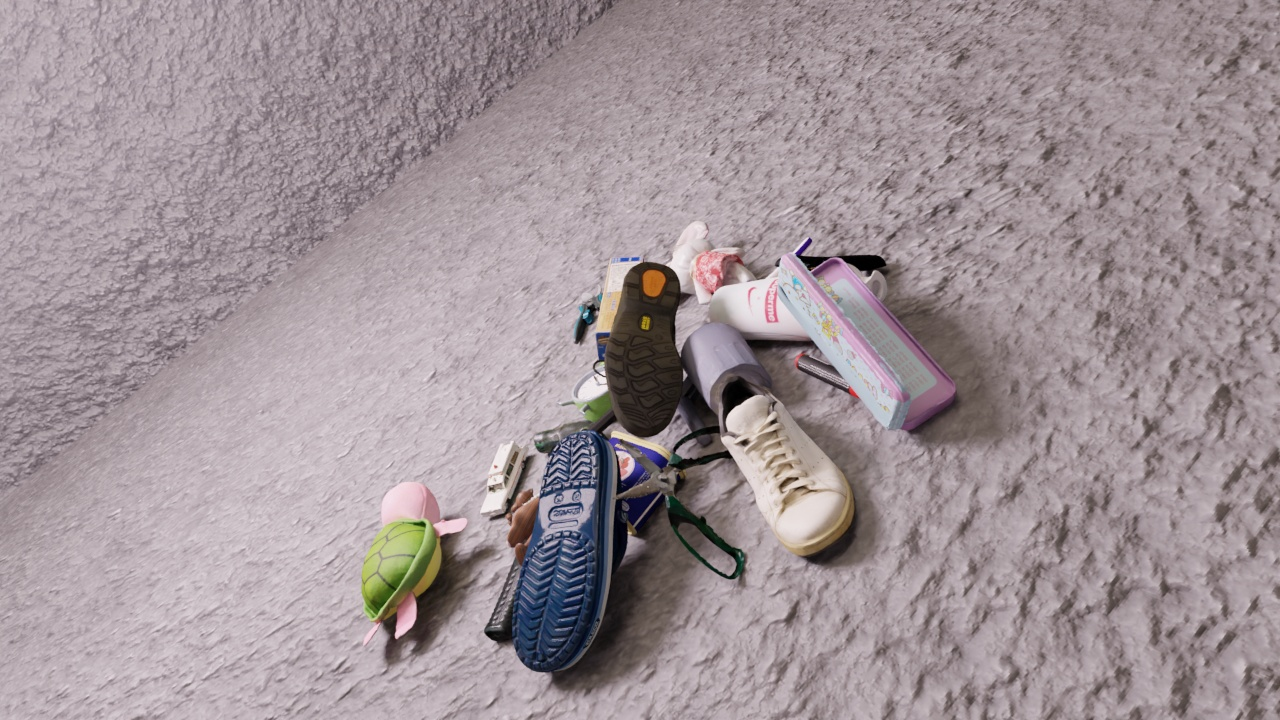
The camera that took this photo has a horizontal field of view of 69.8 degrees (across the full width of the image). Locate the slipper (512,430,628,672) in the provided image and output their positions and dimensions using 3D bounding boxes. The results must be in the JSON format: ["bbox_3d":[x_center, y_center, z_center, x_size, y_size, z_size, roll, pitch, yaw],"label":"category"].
[{"bbox_3d":[-0.059,0.200,0.964,0.105,0.095,0.252,-6,64,32],"label":"slipper"}]

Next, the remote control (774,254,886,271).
[{"bbox_3d":[0.234,-0.120,1.123,0.151,0.020,0.041,-3,-4,-30],"label":"remote control"}]

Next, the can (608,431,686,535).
[{"bbox_3d":[-0.018,0.141,1.061,0.092,0.056,0.116,-49,33,-21],"label":"can"}]

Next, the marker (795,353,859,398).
[{"bbox_3d":[0.223,0.020,1.028,0.023,0.021,0.145,-13,22,-24],"label":"marker"}]

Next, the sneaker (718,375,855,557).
[{"bbox_3d":[0.137,0.091,0.930,0.089,0.102,0.241,-32,31,4],"label":"sneaker"}]

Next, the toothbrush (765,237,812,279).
[{"bbox_3d":[0.162,-0.098,1.234,0.187,0.016,0.015,-42,6,4],"label":"toothbrush"}]

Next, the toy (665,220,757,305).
[{"bbox_3d":[0.092,-0.129,1.316,0.194,0.084,0.159,18,78,51],"label":"toy"}]

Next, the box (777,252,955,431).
[{"bbox_3d":[0.224,-0.032,0.941,0.089,0.092,0.214,-34,58,0],"label":"box"}]

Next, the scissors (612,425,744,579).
[{"bbox_3d":[0.066,0.136,0.974,0.201,0.015,0.201,-21,54,-41],"label":"scissors"}]

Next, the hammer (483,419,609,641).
[{"bbox_3d":[-0.117,0.194,1.111,0.130,0.032,0.317,-15,36,30],"label":"hammer"}]

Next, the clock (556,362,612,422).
[{"bbox_3d":[-0.045,0.039,1.243,0.119,0.042,0.094,-42,30,-19],"label":"clock"}]

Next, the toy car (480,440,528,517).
[{"bbox_3d":[-0.185,0.156,1.223,0.039,0.039,0.112,-17,35,28],"label":"toy car"}]

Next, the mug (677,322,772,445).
[{"bbox_3d":[0.091,0.030,1.101,0.124,0.083,0.104,-54,29,15],"label":"mug"}]

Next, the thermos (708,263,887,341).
[{"bbox_3d":[0.185,-0.061,1.119,0.221,0.099,0.099,-3,43,50],"label":"thermos"}]

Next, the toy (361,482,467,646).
[{"bbox_3d":[-0.299,0.249,1.158,0.191,0.087,0.237,-39,30,29],"label":"toy"}]

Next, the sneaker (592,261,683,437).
[{"bbox_3d":[-0.007,0.007,1.145,0.101,0.143,0.237,10,55,-6],"label":"sneaker"}]

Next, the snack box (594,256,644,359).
[{"bbox_3d":[-0.027,-0.080,1.376,0.056,0.057,0.206,-2,37,8],"label":"snack box"}]

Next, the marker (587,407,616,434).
[{"bbox_3d":[-0.065,0.094,1.148,0.123,0.017,0.021,-42,32,-13],"label":"marker"}]

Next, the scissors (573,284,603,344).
[{"bbox_3d":[-0.071,-0.078,1.464,0.125,0.019,0.155,-7,41,38],"label":"scissors"}]

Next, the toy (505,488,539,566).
[{"bbox_3d":[-0.131,0.189,1.064,0.055,0.042,0.101,6,37,19],"label":"toy"}]
